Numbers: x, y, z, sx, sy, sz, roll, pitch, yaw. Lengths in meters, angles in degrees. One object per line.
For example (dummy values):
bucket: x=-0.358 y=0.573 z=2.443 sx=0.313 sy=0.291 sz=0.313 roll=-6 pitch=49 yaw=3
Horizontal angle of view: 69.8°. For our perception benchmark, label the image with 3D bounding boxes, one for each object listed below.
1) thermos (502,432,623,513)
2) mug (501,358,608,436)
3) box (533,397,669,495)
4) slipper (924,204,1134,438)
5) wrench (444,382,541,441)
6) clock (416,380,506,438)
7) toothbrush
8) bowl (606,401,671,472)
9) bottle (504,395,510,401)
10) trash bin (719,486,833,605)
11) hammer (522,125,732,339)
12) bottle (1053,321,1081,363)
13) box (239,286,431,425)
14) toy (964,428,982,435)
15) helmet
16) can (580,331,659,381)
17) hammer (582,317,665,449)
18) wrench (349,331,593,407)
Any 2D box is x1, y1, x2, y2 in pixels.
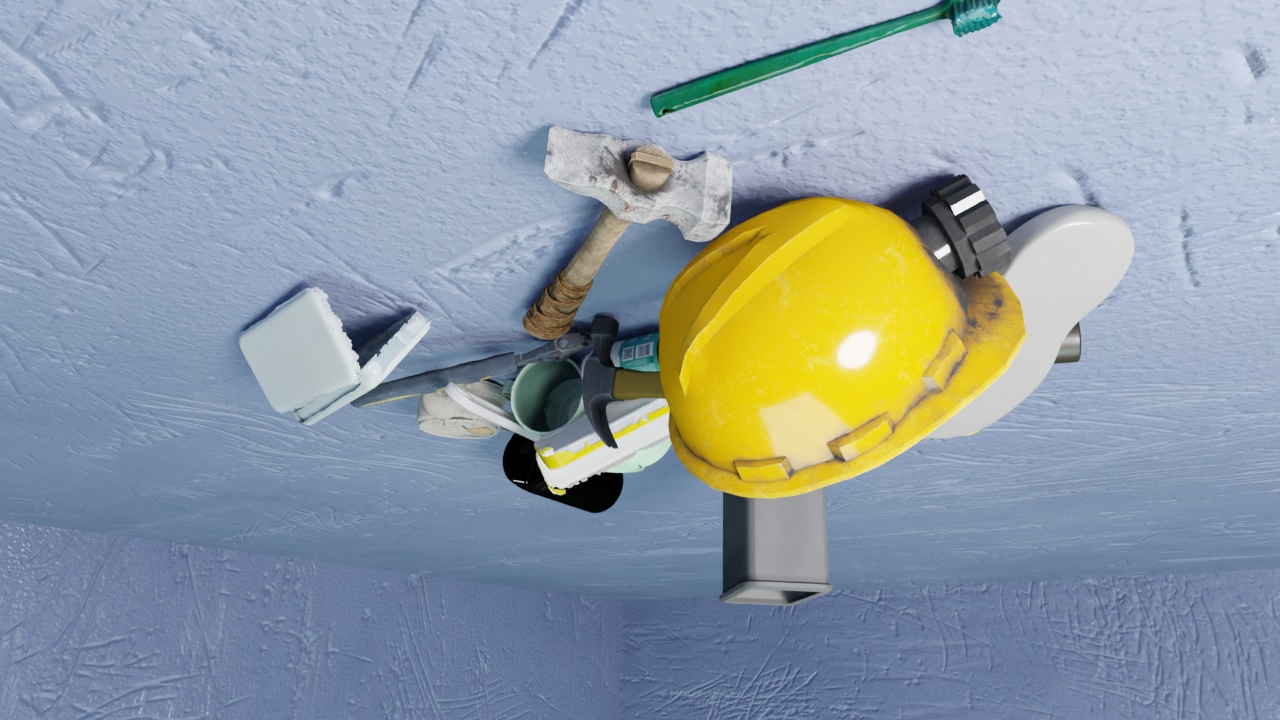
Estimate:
thermos: x=-0.111 y=0.148 z=1.253 sx=0.086 sy=0.086 sz=0.198 roll=-9 pitch=157 yaw=29
mug: x=-0.093 y=0.044 z=0.981 sx=0.111 sy=0.084 sz=0.104 roll=12 pitch=169 yaw=21
box: x=-0.006 y=0.060 z=0.917 sx=0.209 sy=0.057 sz=0.117 roll=-27 pitch=159 yaw=-13
slipper: x=0.280 y=-0.038 z=0.731 sx=0.113 sy=0.080 sz=0.267 roll=1 pitch=143 yaw=-10
wrench: x=-0.143 y=0.059 z=0.977 sx=0.087 sy=0.018 sz=0.273 roll=38 pitch=178 yaw=23
clock: x=-0.211 y=0.054 z=1.038 sx=0.103 sy=0.061 sz=0.157 roll=0 pitch=162 yaw=7
toothbrush: x=0.090 y=-0.157 z=0.483 sx=0.190 sy=0.017 sz=0.016 roll=-10 pitch=157 yaw=29
bowl: x=-0.027 y=0.090 z=1.098 sx=0.151 sy=0.077 sz=0.151 roll=2 pitch=161 yaw=1
bottle: x=-0.123 y=0.050 z=1.069 sx=0.025 sy=0.025 sz=0.106 roll=-6 pitch=159 yaw=22
trash bin: x=0.153 y=0.166 z=1.075 sx=0.097 sy=0.219 sz=0.192 roll=3 pitch=160 yaw=-3
hammer: x=-0.042 y=-0.075 z=0.693 sx=0.121 sy=0.048 sz=0.320 roll=11 pitch=160 yaw=-15
bottle: x=0.288 y=-0.014 z=0.817 sx=0.185 sy=0.045 sz=0.045 roll=-4 pitch=159 yaw=18
box: x=-0.306 y=-0.019 z=0.863 sx=0.127 sy=0.106 sz=0.216 roll=43 pitch=143 yaw=-19
toy: x=0.258 y=0.036 z=0.908 sx=0.214 sy=0.084 sz=0.149 roll=0 pitch=162 yaw=12
helmet: x=0.108 y=-0.036 z=0.607 sx=0.256 sy=0.205 sz=0.131 roll=-28 pitch=127 yaw=10
can: x=-0.005 y=0.005 z=0.889 sx=0.102 sy=0.054 sz=0.055 roll=-12 pitch=156 yaw=34
hammer: x=0.075 y=0.020 z=0.735 sx=0.334 sy=0.117 sz=0.025 roll=0 pitch=169 yaw=42
wrench: x=-0.160 y=0.010 z=0.900 sx=0.273 sy=0.022 sz=0.073 roll=-13 pitch=174 yaw=10
